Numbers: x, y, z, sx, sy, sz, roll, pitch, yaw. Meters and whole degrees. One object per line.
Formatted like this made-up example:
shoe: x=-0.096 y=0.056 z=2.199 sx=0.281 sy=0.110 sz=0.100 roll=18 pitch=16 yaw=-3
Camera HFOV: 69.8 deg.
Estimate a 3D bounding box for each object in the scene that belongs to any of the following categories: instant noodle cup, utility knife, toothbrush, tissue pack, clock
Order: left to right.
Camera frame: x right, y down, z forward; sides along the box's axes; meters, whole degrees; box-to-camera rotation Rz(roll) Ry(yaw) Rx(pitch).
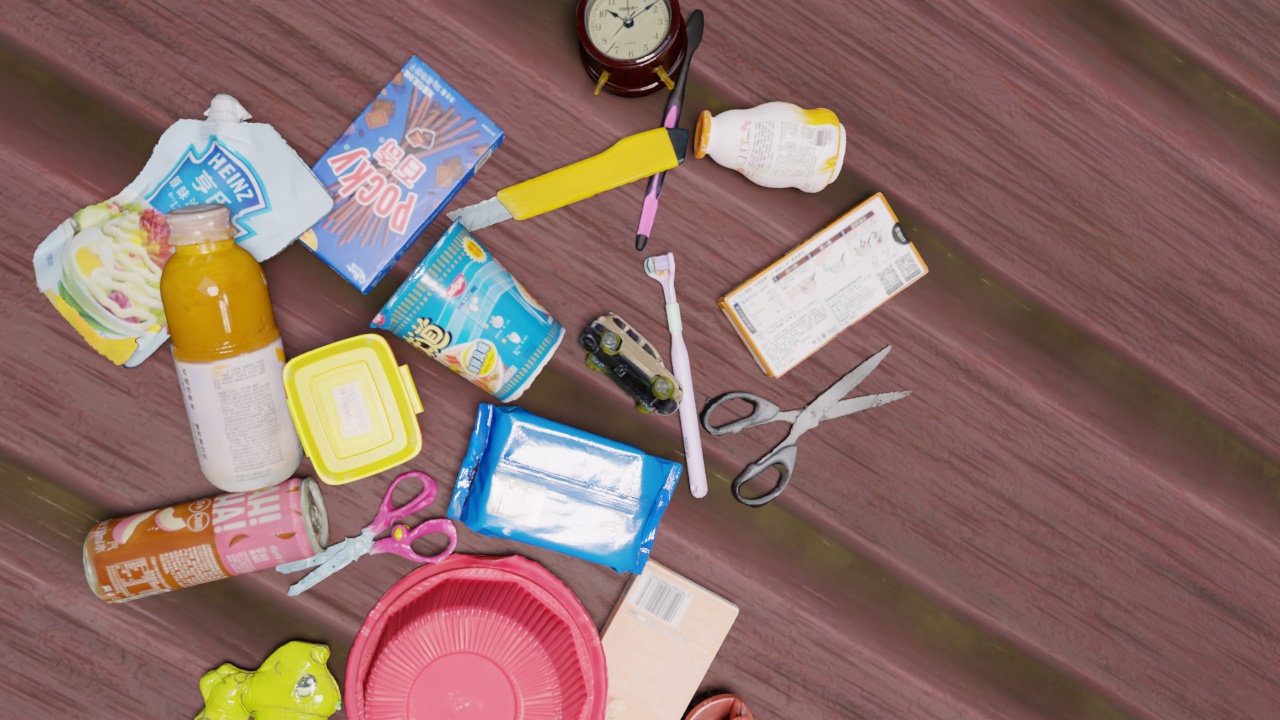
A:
instant noodle cup: x=-0.120 y=0.234 z=0.644 sx=0.194 sy=0.066 sz=0.193 roll=0 pitch=84 yaw=1
instant noodle cup: x=-0.117 y=-0.029 z=0.649 sx=0.110 sy=0.099 sz=0.099 roll=40 pitch=84 yaw=-15
tissue pack: x=-0.055 y=0.094 z=0.674 sx=0.157 sy=0.052 sz=0.095 roll=18 pitch=90 yaw=-8
utility knife: x=-0.052 y=-0.135 z=0.689 sx=0.193 sy=0.015 sz=0.033 roll=-20 pitch=93 yaw=-2
clock: x=-0.008 y=-0.253 z=0.672 sx=0.082 sy=0.055 sz=0.122 roll=-3 pitch=87 yaw=5
toothbrush: x=0.021 y=-0.176 z=0.706 sx=0.014 sy=0.018 sz=0.189 roll=14 pitch=92 yaw=-8
toothbrush: x=0.030 y=0.013 z=0.703 sx=0.021 sy=0.029 sz=0.189 roll=-13 pitch=94 yaw=-46

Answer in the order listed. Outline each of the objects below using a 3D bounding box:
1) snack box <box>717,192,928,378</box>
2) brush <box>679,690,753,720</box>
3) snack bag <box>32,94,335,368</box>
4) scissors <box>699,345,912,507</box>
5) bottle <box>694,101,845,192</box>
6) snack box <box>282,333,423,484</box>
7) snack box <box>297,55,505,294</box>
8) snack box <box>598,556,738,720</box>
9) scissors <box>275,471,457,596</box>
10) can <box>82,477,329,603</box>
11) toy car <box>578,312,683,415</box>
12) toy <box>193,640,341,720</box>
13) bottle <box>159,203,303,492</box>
snack box: x=0.143 y=-0.058 z=0.716 sx=0.153 sy=0.026 sz=0.075 roll=-34 pitch=95 yaw=-6
brush: x=0.042 y=0.318 z=0.680 sx=0.063 sy=0.069 sz=0.145 roll=27 pitch=86 yaw=-9
snack bag: x=-0.316 y=-0.090 z=0.630 sx=0.191 sy=0.039 sz=0.110 roll=-40 pitch=86 yaw=2
scissors: x=0.128 y=0.047 z=0.723 sx=0.159 sy=0.014 sz=0.170 roll=20 pitch=85 yaw=-11
bottle: x=0.096 y=-0.163 z=0.690 sx=0.108 sy=0.063 sz=0.063 roll=6 pitch=89 yaw=-9
snack box: x=-0.194 y=0.032 z=0.639 sx=0.082 sy=0.080 sz=0.091 roll=-19 pitch=93 yaw=-7
snack box: x=-0.181 y=-0.134 z=0.667 sx=0.084 sy=0.026 sz=0.157 roll=40 pitch=85 yaw=-5
snack box: x=0.001 y=0.236 z=0.695 sx=0.084 sy=0.026 sz=0.157 roll=30 pitch=86 yaw=-8
scissors: x=-0.206 y=0.125 z=0.672 sx=0.137 sy=0.017 sz=0.077 roll=-15 pitch=83 yaw=-2
can: x=-0.297 y=0.123 z=0.635 sx=0.147 sy=0.058 sz=0.058 roll=-12 pitch=92 yaw=-9
toy car: x=-0.004 y=0.004 z=0.686 sx=0.090 sy=0.042 sz=0.035 roll=43 pitch=62 yaw=0
toy: x=-0.264 y=0.245 z=0.654 sx=0.100 sy=0.031 sz=0.096 roll=12 pitch=88 yaw=-4
bottle: x=-0.273 y=-0.007 z=0.608 sx=0.068 sy=0.068 sz=0.190 roll=-7 pitch=110 yaw=-9
